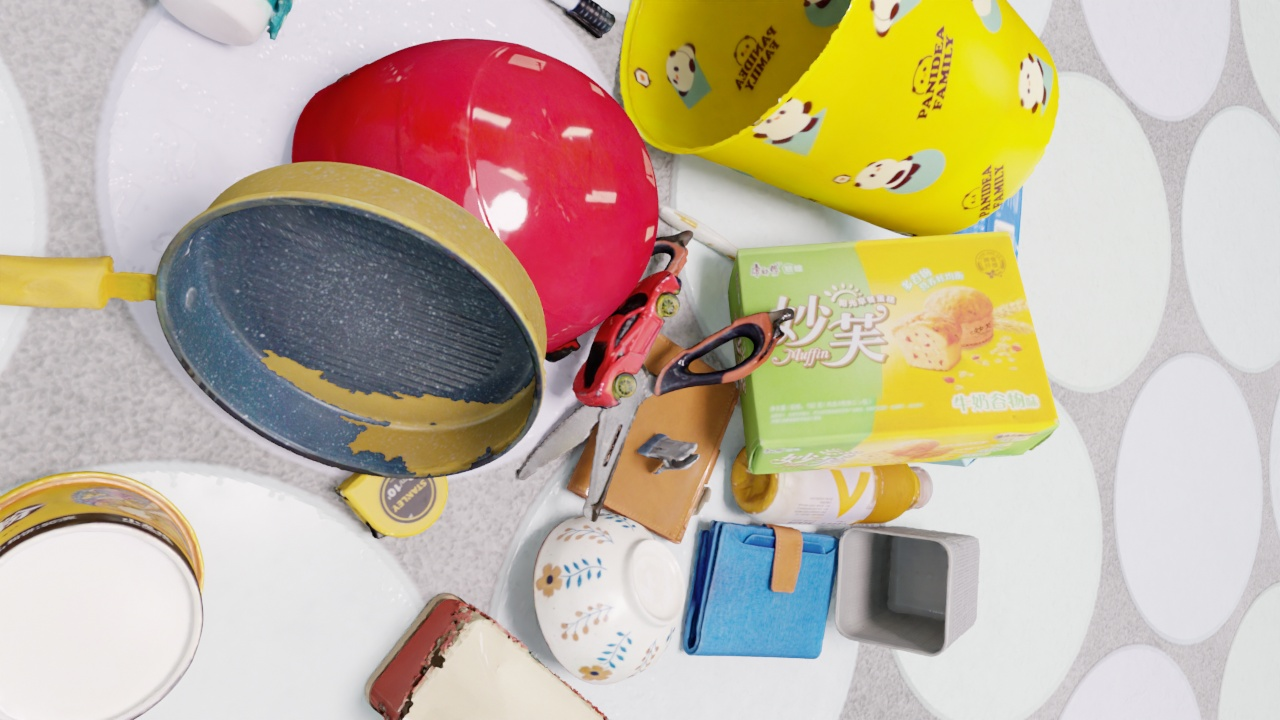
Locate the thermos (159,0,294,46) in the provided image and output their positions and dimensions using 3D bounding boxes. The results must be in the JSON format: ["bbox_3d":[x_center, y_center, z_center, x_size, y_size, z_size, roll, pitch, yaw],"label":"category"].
[{"bbox_3d":[-0.210,-0.288,0.512,0.073,0.073,0.224,16,81,-32],"label":"thermos"}]

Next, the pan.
[{"bbox_3d":[-0.222,-0.025,0.454,0.357,0.198,0.078,18,44,-9],"label":"pan"}]

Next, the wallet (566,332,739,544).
[{"bbox_3d":[0.016,0.056,0.674,0.107,0.031,0.131,31,75,-27],"label":"wallet"}]

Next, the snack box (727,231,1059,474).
[{"bbox_3d":[0.176,-0.005,0.671,0.210,0.070,0.157,-4,67,-1],"label":"snack box"}]

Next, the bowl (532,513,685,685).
[{"bbox_3d":[-0.010,0.154,0.611,0.113,0.062,0.113,31,48,-42],"label":"bowl"}]

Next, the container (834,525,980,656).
[{"bbox_3d":[0.227,0.183,0.761,0.114,0.090,0.090,7,86,-55],"label":"container"}]

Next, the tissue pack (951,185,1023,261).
[{"bbox_3d":[0.310,-0.143,0.857,0.094,0.052,0.157,10,84,-35],"label":"tissue pack"}]

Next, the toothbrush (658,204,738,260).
[{"bbox_3d":[0.088,-0.083,0.733,0.191,0.016,0.018,25,65,-31],"label":"toothbrush"}]

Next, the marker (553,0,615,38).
[{"bbox_3d":[-0.073,-0.263,0.630,0.130,0.018,0.022,24,86,-31],"label":"marker"}]

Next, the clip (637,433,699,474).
[{"bbox_3d":[0.022,0.064,0.628,0.027,0.058,0.045,-35,104,-21],"label":"clip"}]

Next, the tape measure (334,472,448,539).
[{"bbox_3d":[-0.150,0.080,0.567,0.059,0.029,0.057,-44,111,-26],"label":"tape measure"}]

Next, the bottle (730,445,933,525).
[{"bbox_3d":[0.162,0.100,0.746,0.189,0.068,0.068,8,85,-33],"label":"bottle"}]

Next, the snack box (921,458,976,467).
[{"bbox_3d":[0.237,0.007,0.793,0.051,0.074,0.175,-35,107,-29],"label":"snack box"}]

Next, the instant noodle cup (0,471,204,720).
[{"bbox_3d":[-0.267,0.117,0.439,0.118,0.115,0.118,0,90,-33],"label":"instant noodle cup"}]

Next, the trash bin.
[{"bbox_3d":[0.154,-0.213,0.664,0.255,0.230,0.229,17,80,-37],"label":"trash bin"}]

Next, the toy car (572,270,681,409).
[{"bbox_3d":[-0.009,-0.017,0.611,0.031,0.049,0.106,37,75,-25],"label":"toy car"}]

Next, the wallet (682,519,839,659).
[{"bbox_3d":[0.099,0.182,0.724,0.133,0.040,0.106,14,86,-34],"label":"wallet"}]

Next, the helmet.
[{"bbox_3d":[-0.074,-0.098,0.555,0.239,0.144,0.207,-14,95,-34],"label":"helmet"}]

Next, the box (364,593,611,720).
[{"bbox_3d":[-0.079,0.230,0.579,0.168,0.080,0.091,48,66,-23],"label":"box"}]

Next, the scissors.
[{"bbox_3d":[0.005,0.003,0.638,0.227,0.015,0.188,-20,64,3],"label":"scissors"}]
